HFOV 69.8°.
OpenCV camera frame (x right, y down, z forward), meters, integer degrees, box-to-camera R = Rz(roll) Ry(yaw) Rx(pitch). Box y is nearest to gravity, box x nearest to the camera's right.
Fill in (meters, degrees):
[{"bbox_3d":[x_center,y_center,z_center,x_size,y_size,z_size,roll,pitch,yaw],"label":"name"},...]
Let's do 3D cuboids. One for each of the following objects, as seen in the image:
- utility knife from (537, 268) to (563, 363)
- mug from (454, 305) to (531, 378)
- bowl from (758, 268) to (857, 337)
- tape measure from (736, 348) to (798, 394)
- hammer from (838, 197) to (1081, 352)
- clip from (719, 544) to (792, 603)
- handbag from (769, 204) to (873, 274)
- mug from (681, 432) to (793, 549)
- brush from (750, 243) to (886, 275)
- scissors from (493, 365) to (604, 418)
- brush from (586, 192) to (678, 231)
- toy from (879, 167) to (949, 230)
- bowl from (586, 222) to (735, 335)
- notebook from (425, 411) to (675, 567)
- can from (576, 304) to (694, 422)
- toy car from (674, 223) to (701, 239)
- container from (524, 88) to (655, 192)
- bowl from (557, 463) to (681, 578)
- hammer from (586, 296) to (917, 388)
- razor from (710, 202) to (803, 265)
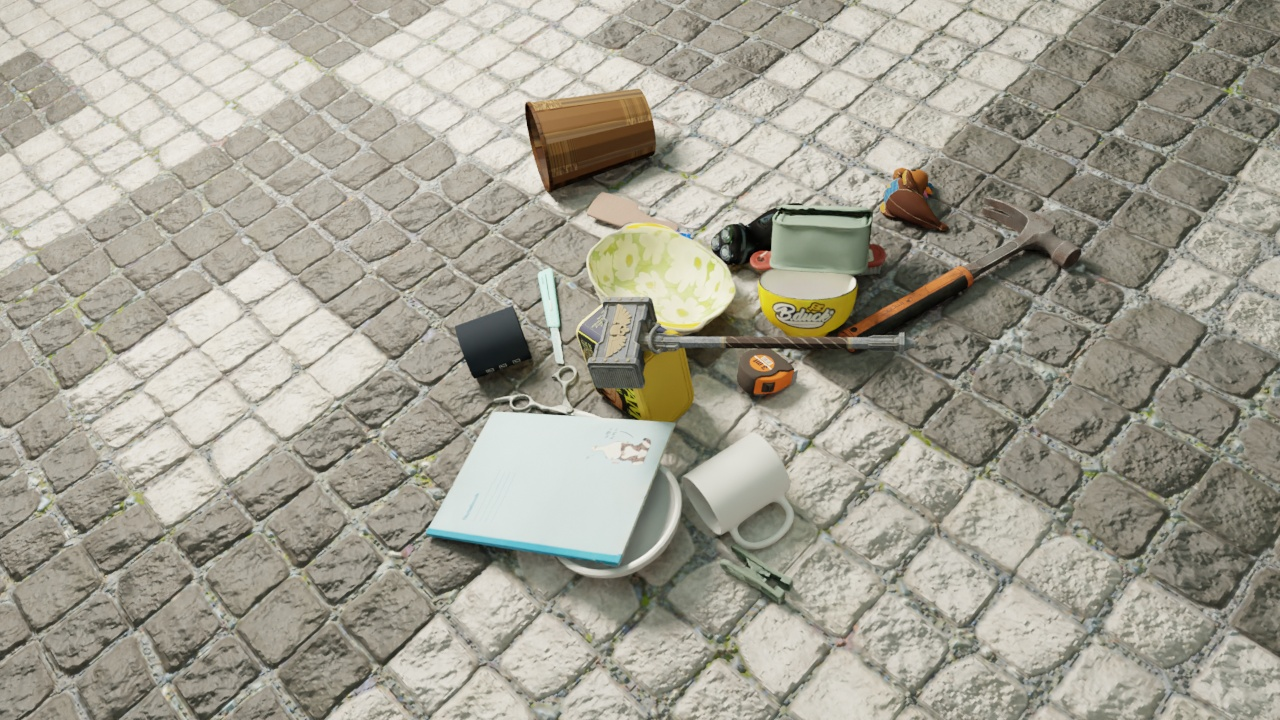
[{"bbox_3d":[-0.116,-0.058,1.216,0.022,0.015,0.165,-12,54,-1],"label":"utility knife"},{"bbox_3d":[-0.189,-0.029,1.176,0.077,0.071,0.105,-20,24,-5],"label":"mug"},{"bbox_3d":[0.201,-0.067,1.115,0.117,0.068,0.117,-2,27,1],"label":"bowl"},{"bbox_3d":[0.145,0.017,1.092,0.058,0.038,0.058,-29,52,-30],"label":"tape measure"},{"bbox_3d":[0.376,-0.103,1.144,0.314,0.035,0.137,-28,52,-11],"label":"hammer"},{"bbox_3d":[0.119,0.219,0.944,0.076,0.023,0.042,29,60,26],"label":"clip"},{"bbox_3d":[0.224,-0.158,1.143,0.122,0.067,0.105,5,27,15],"label":"handbag"},{"bbox_3d":[0.112,0.147,0.979,0.090,0.074,0.110,-31,79,-14],"label":"mug"},{"bbox_3d":[0.229,-0.126,1.191,0.172,0.030,0.040,-2,52,8],"label":"brush"},{"bbox_3d":[-0.102,0.063,1.115,0.158,0.014,0.141,-12,47,2],"label":"scissors"},{"bbox_3d":[-0.008,-0.202,1.310,0.136,0.015,0.049,21,60,18],"label":"brush"},{"bbox_3d":[0.378,-0.217,1.235,0.103,0.071,0.090,35,49,7],"label":"toy"},{"bbox_3d":[0.021,-0.088,1.159,0.188,0.060,0.219,2,42,-15],"label":"bowl"},{"bbox_3d":[-0.101,0.134,1.023,0.254,0.009,0.180,1,50,29],"label":"notebook"},{"bbox_3d":[-0.006,0.006,1.065,0.075,0.135,0.104,-41,54,-21],"label":"can"},{"bbox_3d":[0.042,-0.177,1.261,0.092,0.033,0.061,9,45,-10],"label":"toy car"},{"bbox_3d":[-0.072,-0.334,1.357,0.167,0.132,0.132,-16,51,-10],"label":"container"},{"bbox_3d":[-0.022,0.174,0.986,0.150,0.043,0.149,-14,45,14],"label":"bowl"},{"bbox_3d":[0.112,-0.018,0.934,0.322,0.044,0.098,1,51,14],"label":"hammer"},{"bbox_3d":[0.161,-0.175,1.221,0.140,0.064,0.053,-31,54,-13],"label":"razor"}]
